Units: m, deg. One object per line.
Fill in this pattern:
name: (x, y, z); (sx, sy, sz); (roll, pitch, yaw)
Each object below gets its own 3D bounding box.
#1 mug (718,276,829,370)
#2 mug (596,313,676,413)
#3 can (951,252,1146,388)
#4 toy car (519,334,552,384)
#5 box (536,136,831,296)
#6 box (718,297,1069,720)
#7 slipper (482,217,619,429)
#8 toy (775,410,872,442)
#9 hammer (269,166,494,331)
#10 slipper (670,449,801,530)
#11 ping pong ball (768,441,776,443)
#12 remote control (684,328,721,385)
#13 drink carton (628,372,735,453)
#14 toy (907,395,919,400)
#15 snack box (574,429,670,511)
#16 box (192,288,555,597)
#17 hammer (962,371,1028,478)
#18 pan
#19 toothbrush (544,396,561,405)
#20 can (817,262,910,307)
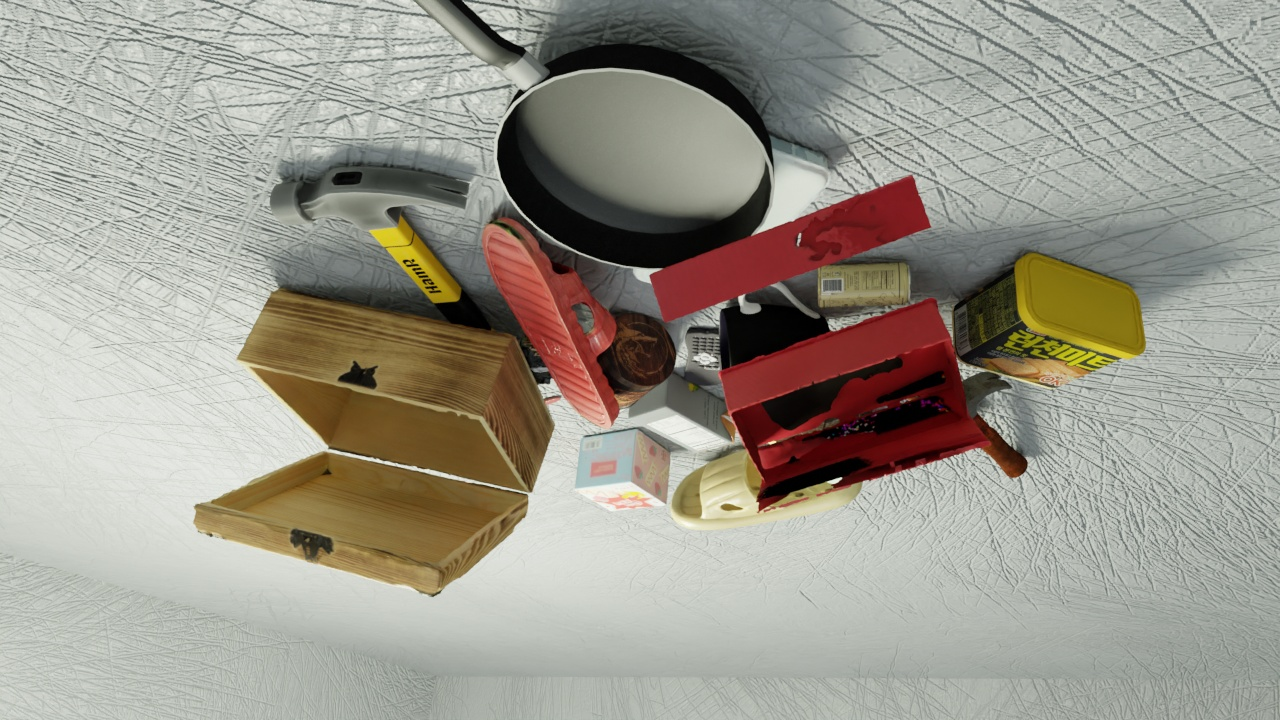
mug: (0.131, -0.028, 0.889); (0.100, 0.084, 0.119); (-4, 123, -1)
mug: (-0.006, 0.006, 0.981); (0.115, 0.080, 0.107); (-11, 163, -29)
can: (0.366, -0.031, 0.835); (0.130, 0.072, 0.101); (14, 154, -17)
toy car: (-0.109, -0.010, 0.988); (0.047, 0.047, 0.112); (13, 156, -11)
box: (0.028, -0.127, 0.755); (0.190, 0.037, 0.210); (15, 149, -22)
box: (0.251, 0.175, 0.910); (0.215, 0.138, 0.468); (-19, 116, 11)
slipper: (-0.068, -0.037, 0.874); (0.104, 0.059, 0.249); (22, 147, 44)
toy: (0.193, 0.049, 1.008); (0.179, 0.078, 0.153); (4, 149, 8)
hammer: (-0.198, -0.080, 0.894); (0.170, 0.034, 0.325); (-4, 152, 15)
slipper: (0.158, 0.154, 1.211); (0.262, 0.111, 0.079); (-9, 128, 19)
ping pong ball: (0.168, 0.085, 1.123); (0.040, 0.040, 0.040); (4, 153, 2)
remote control: (0.071, -0.001, 1.011); (0.046, 0.009, 0.125); (4, 152, 4)
drink carton: (0.051, 0.063, 1.095); (0.076, 0.048, 0.124); (-20, 143, 40)
toy: (0.319, 0.071, 1.079); (0.103, 0.070, 0.090); (45, 151, -19)
snack box: (-0.023, 0.151, 1.243); (0.093, 0.079, 0.094); (-11, 149, 30)
box: (-0.273, 0.116, 0.993); (0.279, 0.263, 0.270); (10, 156, 12)
hammer: (0.403, 0.090, 1.062); (0.111, 0.028, 0.300); (-49, 142, 9)
pan: (-0.052, -0.180, 0.627); (0.205, 0.044, 0.355); (-18, 138, 39)
toothbrush: (-0.171, 0.072, 1.191); (0.185, 0.015, 0.015); (-19, 151, 35)
can: (0.201, -0.068, 0.828); (0.079, 0.038, 0.038); (-1, 152, 12)
